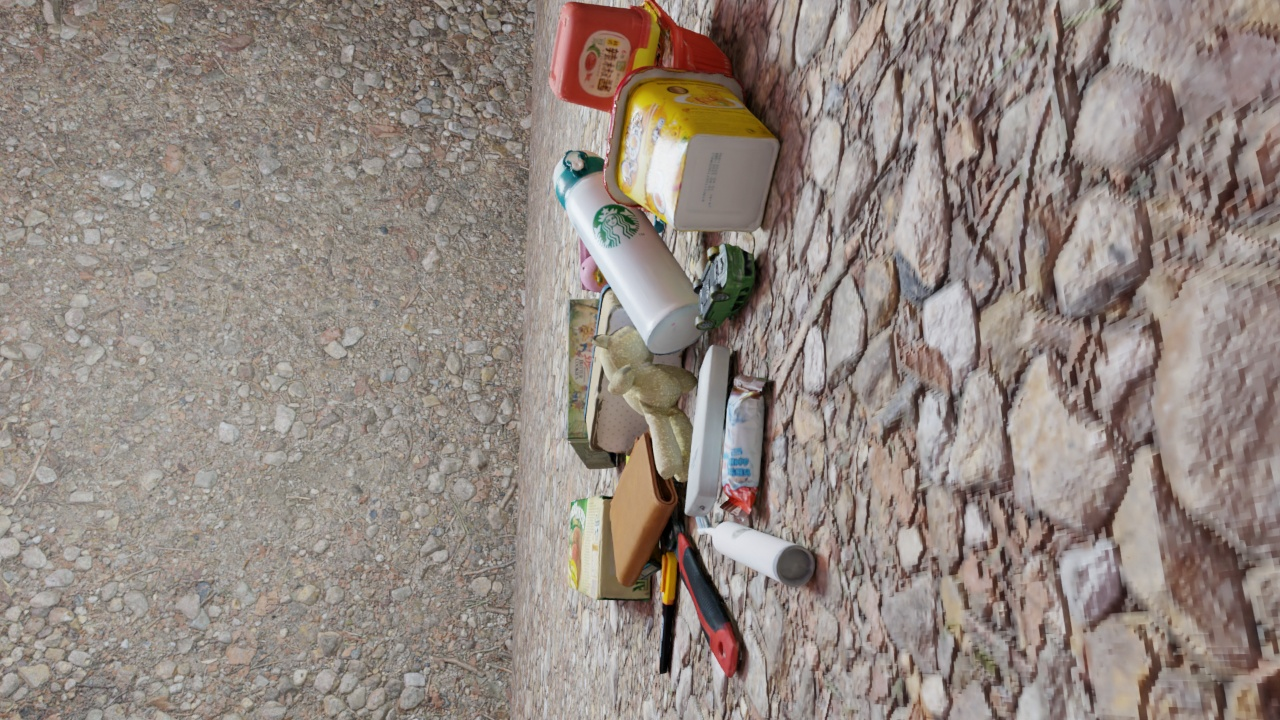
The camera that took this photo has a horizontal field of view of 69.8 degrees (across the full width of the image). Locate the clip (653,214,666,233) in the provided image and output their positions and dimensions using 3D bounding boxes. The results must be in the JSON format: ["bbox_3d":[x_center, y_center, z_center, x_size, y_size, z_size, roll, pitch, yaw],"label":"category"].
[{"bbox_3d":[0.023,-0.172,1.027,0.034,0.013,0.055,127,145,-68],"label":"clip"}]

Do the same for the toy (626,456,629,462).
[{"bbox_3d":[-0.006,0.083,1.050,0.100,0.031,0.097,-102,17,-51],"label":"toy"}]

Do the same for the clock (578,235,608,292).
[{"bbox_3d":[-0.052,-0.145,1.212,0.158,0.060,0.117,-151,59,-85],"label":"clock"}]

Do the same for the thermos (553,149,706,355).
[{"bbox_3d":[-0.016,-0.110,0.860,0.224,0.073,0.073,59,151,29],"label":"thermos"}]

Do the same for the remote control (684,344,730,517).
[{"bbox_3d":[0.055,0.056,0.742,0.056,0.019,0.134,105,174,-63],"label":"remote control"}]

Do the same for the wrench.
[{"bbox_3d":[0.046,0.183,0.807,0.273,0.016,0.056,-114,29,-67],"label":"wrench"}]

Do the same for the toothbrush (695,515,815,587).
[{"bbox_3d":[0.073,0.133,0.668,0.221,0.026,0.026,163,91,-78],"label":"toothbrush"}]

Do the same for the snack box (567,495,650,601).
[{"bbox_3d":[-0.042,0.224,1.104,0.240,0.063,0.114,138,134,-74],"label":"snack box"}]

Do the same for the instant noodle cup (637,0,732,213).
[{"bbox_3d":[0.028,-0.239,0.860,0.188,0.079,0.165,-107,23,-56],"label":"instant noodle cup"}]

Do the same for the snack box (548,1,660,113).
[{"bbox_3d":[-0.034,-0.262,0.793,0.082,0.080,0.091,-113,32,-59],"label":"snack box"}]

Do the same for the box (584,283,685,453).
[{"bbox_3d":[-0.006,0.006,0.934,0.063,0.089,0.184,-108,27,-64],"label":"box"}]

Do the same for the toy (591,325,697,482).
[{"bbox_3d":[0.010,0.037,0.830,0.066,0.105,0.157,-51,55,41],"label":"toy"}]

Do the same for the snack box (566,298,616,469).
[{"bbox_3d":[-0.060,0.034,1.175,0.178,0.046,0.182,74,-165,-72],"label":"snack box"}]

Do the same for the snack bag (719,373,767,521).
[{"bbox_3d":[0.076,0.063,0.676,0.048,0.026,0.104,-170,84,-70],"label":"snack bag"}]

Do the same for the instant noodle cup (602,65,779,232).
[{"bbox_3d":[0.042,-0.159,0.720,0.123,0.116,0.116,-123,37,-53],"label":"instant noodle cup"}]

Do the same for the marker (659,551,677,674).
[{"bbox_3d":[0.025,0.246,0.892,0.018,0.015,0.124,-127,40,-79],"label":"marker"}]

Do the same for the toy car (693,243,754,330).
[{"bbox_3d":[0.065,-0.057,0.734,0.091,0.036,0.043,120,150,-63],"label":"toy car"}]

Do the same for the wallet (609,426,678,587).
[{"bbox_3d":[-0.001,0.144,0.915,0.107,0.031,0.132,-102,26,-47],"label":"wallet"}]

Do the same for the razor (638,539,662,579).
[{"bbox_3d":[0.006,0.163,0.975,0.043,0.028,0.132,-49,40,49],"label":"razor"}]
